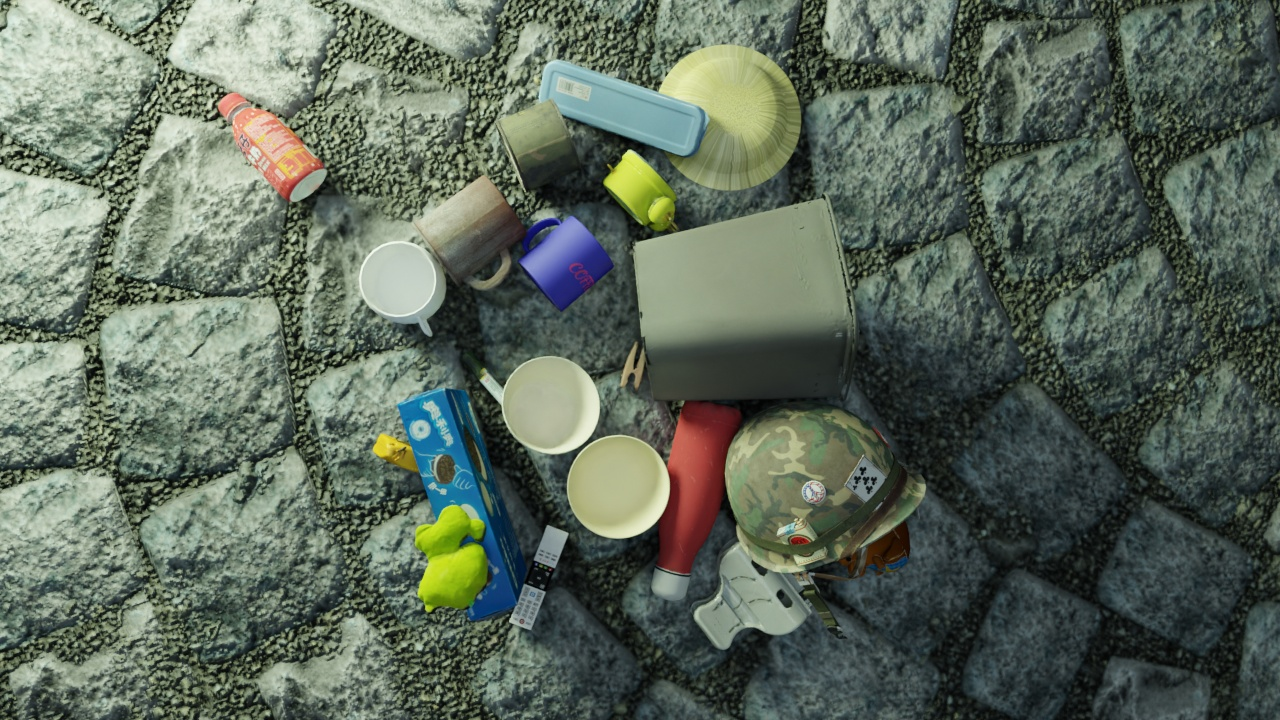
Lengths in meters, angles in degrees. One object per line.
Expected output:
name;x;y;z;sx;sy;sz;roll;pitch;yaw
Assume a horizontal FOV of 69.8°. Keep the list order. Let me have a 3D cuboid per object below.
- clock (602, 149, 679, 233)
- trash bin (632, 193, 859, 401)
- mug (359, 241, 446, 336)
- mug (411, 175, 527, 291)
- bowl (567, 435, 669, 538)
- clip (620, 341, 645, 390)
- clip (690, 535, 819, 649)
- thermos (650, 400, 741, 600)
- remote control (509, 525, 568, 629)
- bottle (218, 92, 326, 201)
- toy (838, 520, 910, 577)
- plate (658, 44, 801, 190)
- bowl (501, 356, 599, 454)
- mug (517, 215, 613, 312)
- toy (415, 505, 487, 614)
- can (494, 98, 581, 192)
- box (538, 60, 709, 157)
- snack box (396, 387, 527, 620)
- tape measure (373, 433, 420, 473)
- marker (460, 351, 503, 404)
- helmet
clock;0.009;-0.197;1.100;0.119;0.083;0.057;45;91;2
trash bin;0.112;-0.055;1.039;0.220;0.198;0.197;-7;61;3
mug;-0.275;-0.081;1.084;0.094;0.068;0.115;-26;90;-4
mug;-0.190;-0.141;1.076;0.110;0.096;0.123;-38;76;-1
bowl;-0.027;0.147;1.088;0.118;0.074;0.118;0;88;-4
clip;-0.010;0.006;1.121;0.049;0.026;0.061;-19;96;0
clip;0.131;0.280;1.096;0.150;0.089;0.125;-36;88;-15
thermos;0.060;0.167;1.093;0.073;0.073;0.240;14;87;-3
remote control;-0.122;0.262;1.108;0.028;0.012;0.124;21;87;-3
bottle;-0.440;-0.256;1.084;0.062;0.062;0.137;-43;90;-4
toy;0.283;0.214;1.126;0.090;0.071;0.102;-6;65;9
plate;0.111;-0.306;1.133;0.184;0.036;0.184;0;88;-4
bowl;-0.111;0.058;1.081;0.115;0.063;0.115;5;75;-17
mug;-0.098;-0.125;1.099;0.083;0.079;0.111;-41;62;-4
toy;-0.185;0.197;0.900;0.094;0.036;0.093;-38;85;-9
can;-0.121;-0.256;1.090;0.074;0.090;0.090;-24;89;-4
box;-0.020;-0.306;1.117;0.210;0.052;0.067;21;116;9
snack box;-0.190;0.150;1.016;0.056;0.195;0.239;-18;89;-5
tape measure;-0.277;0.109;1.078;0.059;0.068;0.030;24;84;-28
marker;-0.165;0.047;1.111;0.017;0.017;0.146;-42;90;-4
helmet;0.209;0.160;1.033;0.225;0.192;0.236;2;121;33
